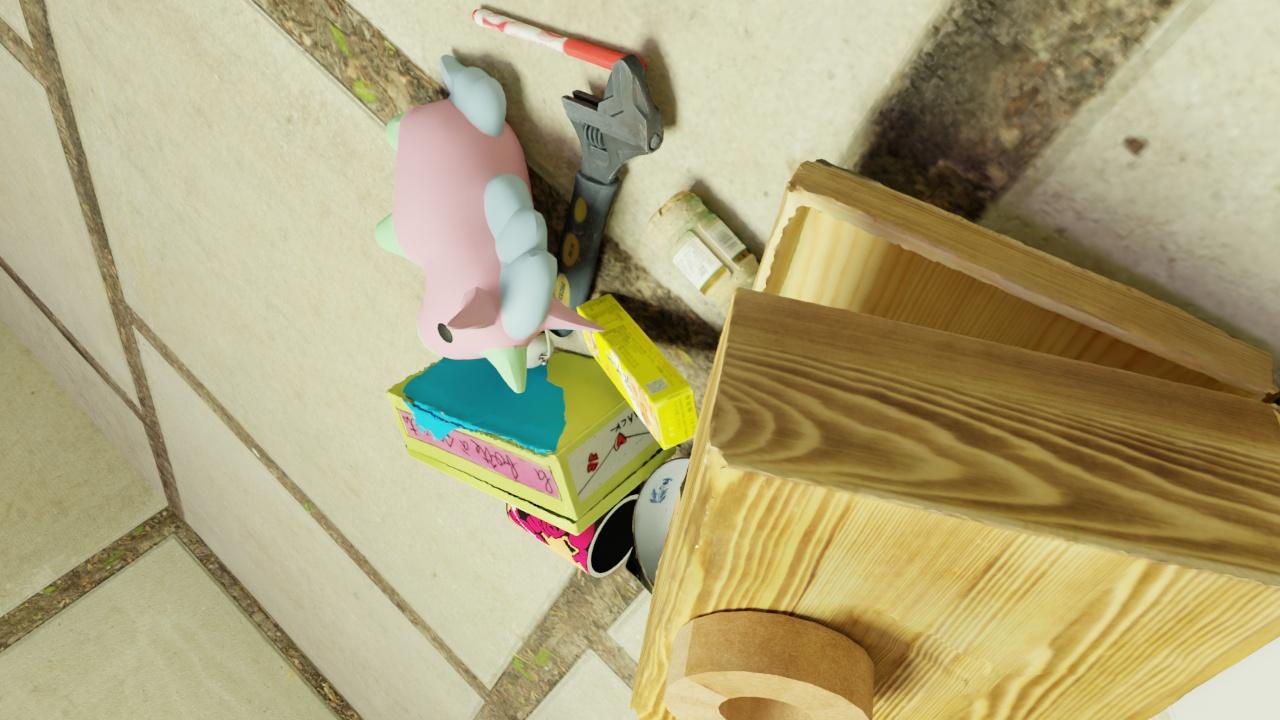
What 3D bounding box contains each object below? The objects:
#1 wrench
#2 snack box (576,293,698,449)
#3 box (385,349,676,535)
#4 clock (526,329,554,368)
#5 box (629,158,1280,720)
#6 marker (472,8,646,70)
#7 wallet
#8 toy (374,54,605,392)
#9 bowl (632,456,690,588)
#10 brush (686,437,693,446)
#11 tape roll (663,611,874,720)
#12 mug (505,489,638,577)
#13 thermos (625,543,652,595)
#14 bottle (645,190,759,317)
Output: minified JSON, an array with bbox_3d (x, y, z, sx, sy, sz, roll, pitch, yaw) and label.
[{"bbox_3d":[-0.035,-0.099,0.631,0.073,0.022,0.274,44,147,15],"label":"wrench"},{"bbox_3d":[-0.004,0.004,0.636,0.148,0.029,0.040,-130,21,-53],"label":"snack box"},{"bbox_3d":[-0.095,0.049,0.754,0.221,0.124,0.079,11,128,40],"label":"box"},{"bbox_3d":[-0.105,-0.043,0.732,0.123,0.035,0.095,37,143,40],"label":"clock"},{"bbox_3d":[0.146,0.082,0.478,0.251,0.191,0.280,14,138,3],"label":"box"},{"bbox_3d":[-0.055,-0.200,0.573,0.142,0.012,0.013,28,139,29],"label":"marker"},{"bbox_3d":[0.299,0.164,0.441,0.118,0.037,0.115,136,115,-77],"label":"wallet"},{"bbox_3d":[-0.111,-0.099,0.626,0.171,0.120,0.222,13,101,47],"label":"toy"},{"bbox_3d":[0.050,0.128,0.691,0.114,0.045,0.114,-2,87,44],"label":"bowl"},{"bbox_3d":[0.085,0.096,0.693,0.135,0.015,0.050,44,149,19],"label":"brush"},{"bbox_3d":[0.059,0.150,0.421,0.094,0.027,0.094,9,140,7],"label":"tape roll"},{"bbox_3d":[-0.052,0.117,0.815,0.098,0.081,0.118,27,111,30],"label":"mug"},{"bbox_3d":[0.090,0.211,0.730,0.221,0.097,0.098,41,144,23],"label":"thermos"},{"bbox_3d":[0.052,-0.054,0.565,0.111,0.043,0.043,48,145,5],"label":"bottle"}]
